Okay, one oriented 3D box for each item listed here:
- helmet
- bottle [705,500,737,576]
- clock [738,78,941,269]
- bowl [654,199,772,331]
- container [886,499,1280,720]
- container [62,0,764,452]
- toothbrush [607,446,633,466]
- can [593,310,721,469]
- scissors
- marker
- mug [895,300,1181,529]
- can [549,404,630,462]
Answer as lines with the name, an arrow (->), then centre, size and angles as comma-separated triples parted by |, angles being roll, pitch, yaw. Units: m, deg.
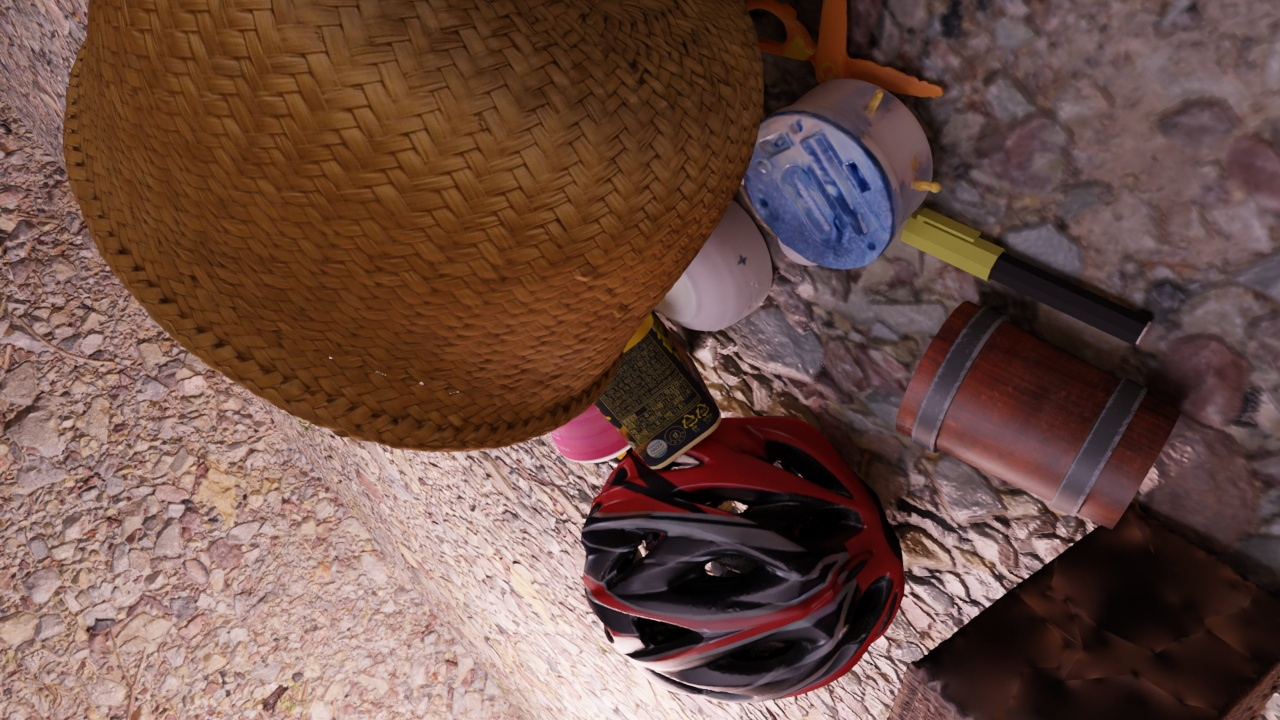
helmet -> 0.060, 0.158, 0.693 | 0.273, 0.166, 0.217 | -19, 102, 42
bottle -> 0.099, 0.181, 0.804 | 0.046, 0.072, 0.161 | -23, 107, 44
clock -> 0.091, -0.093, 0.475 | 0.089, 0.051, 0.126 | 54, 153, -14
bowl -> 0.032, -0.065, 0.619 | 0.105, 0.054, 0.105 | 37, 151, 25
container -> 0.232, 0.178, 0.478 | 0.114, 0.198, 0.113 | 41, 149, 39
container -> -0.093, -0.133, 0.432 | 0.307, 0.305, 0.197 | 47, 133, 4
toothbrush -> 0.002, 0.112, 0.908 | 0.196, 0.031, 0.031 | 40, 172, 8
can -> -0.004, 0.004, 0.676 | 0.101, 0.072, 0.130 | 50, -173, -23
scissors -> 0.096, -0.147, 0.467 | 0.125, 0.011, 0.128 | 28, 148, 35
marker -> 0.189, -0.043, 0.456 | 0.124, 0.017, 0.021 | 32, 148, 27
mug -> 0.204, 0.036, 0.481 | 0.111, 0.081, 0.117 | 30, 164, 26
can -> -0.058, 0.005, 0.796 | 0.088, 0.088, 0.166 | 16, 137, 47
